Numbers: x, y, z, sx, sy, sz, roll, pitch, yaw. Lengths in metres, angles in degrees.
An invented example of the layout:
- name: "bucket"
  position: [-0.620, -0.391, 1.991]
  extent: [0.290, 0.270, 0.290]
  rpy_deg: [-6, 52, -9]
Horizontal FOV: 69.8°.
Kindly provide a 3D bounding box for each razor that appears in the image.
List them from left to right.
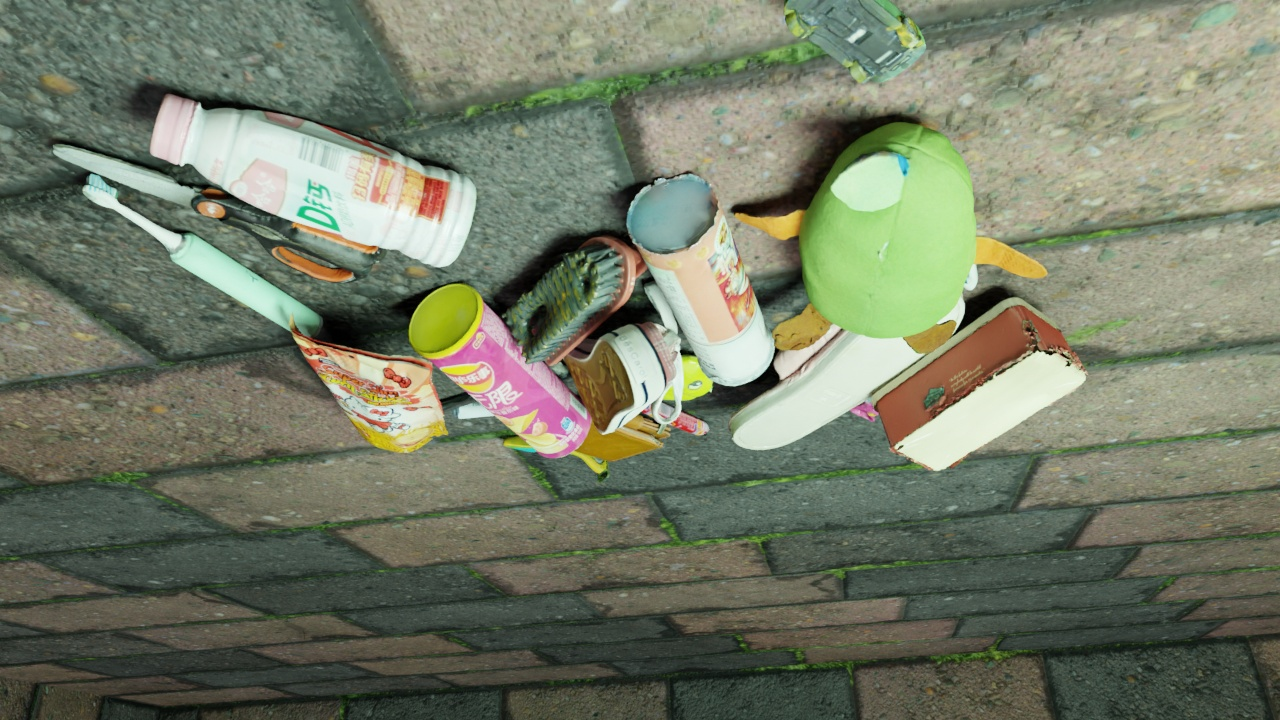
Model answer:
- name: "razor"
  position: [-0.098, 0.108, 1.080]
  extent: [0.132, 0.043, 0.028]
  rpy_deg: [17, 130, -22]

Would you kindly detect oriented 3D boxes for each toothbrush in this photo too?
- name: "toothbrush"
  position: [-0.336, -0.074, 0.721]
  extent: [0.026, 0.027, 0.224]
  rpy_deg: [-17, 149, 19]
- name: "toothbrush"
  position: [-0.152, 0.030, 0.943]
  extent: [0.181, 0.015, 0.018]
  rpy_deg: [-17, 143, 25]
- name: "toothbrush"
  position: [0.248, -0.101, 0.715]
  extent: [0.016, 0.018, 0.191]
  rpy_deg: [-12, 149, 20]

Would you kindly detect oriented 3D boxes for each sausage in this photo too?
- name: "sausage"
  position: [0.027, 0.057, 0.999]
  extent: [0.020, 0.020, 0.155]
  rpy_deg: [-24, 145, 35]

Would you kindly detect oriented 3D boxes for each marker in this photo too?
- name: "marker"
  position: [-0.136, 0.047, 0.972]
  extent: [0.131, 0.022, 0.018]
  rpy_deg: [-5, 141, 10]

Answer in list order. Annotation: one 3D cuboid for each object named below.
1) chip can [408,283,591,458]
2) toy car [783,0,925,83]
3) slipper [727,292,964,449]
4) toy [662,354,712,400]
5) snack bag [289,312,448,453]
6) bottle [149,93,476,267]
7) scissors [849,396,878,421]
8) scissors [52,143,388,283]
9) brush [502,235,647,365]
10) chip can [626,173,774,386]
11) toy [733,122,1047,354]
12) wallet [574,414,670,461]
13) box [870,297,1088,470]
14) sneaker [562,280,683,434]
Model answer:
- name: "chip can"
  position: [-0.122, 0.017, 0.839]
  extent: [0.071, 0.071, 0.210]
  rpy_deg: [-13, 145, 20]
- name: "toy car"
  position: [0.120, -0.191, 0.516]
  extent: [0.091, 0.036, 0.043]
  rpy_deg: [19, 147, -36]
- name: "slipper"
  position: [0.183, 0.001, 0.863]
  extent: [0.114, 0.054, 0.275]
  rpy_deg: [13, 139, -34]
- name: "toy"
  position: [0.023, 0.017, 0.913]
  extent: [0.100, 0.031, 0.097]
  rpy_deg: [15, 148, -20]
- name: "snack bag"
  position: [-0.237, 0.024, 0.834]
  extent: [0.128, 0.073, 0.208]
  rpy_deg: [21, 160, 3]
- name: "bottle"
  position: [-0.211, -0.120, 0.604]
  extent: [0.196, 0.068, 0.068]
  rpy_deg: [16, 148, -25]
- name: "scissors"
  position: [0.253, 0.045, 0.962]
  extent: [0.125, 0.017, 0.133]
  rpy_deg: [15, 164, 18]
- name: "scissors"
  position: [-0.307, -0.101, 0.677]
  extent: [0.234, 0.021, 0.137]
  rpy_deg: [7, 151, -18]
- name: "brush"
  position: [-0.048, -0.054, 0.751]
  extent: [0.069, 0.063, 0.146]
  rpy_deg: [-19, 168, -43]
- name: "chip can"
  position: [0.053, -0.056, 0.732]
  extent: [0.071, 0.071, 0.215]
  rpy_deg: [-10, 151, 15]
- name: "toy"
  position: [0.180, -0.079, 0.679]
  extent: [0.227, 0.089, 0.247]
  rpy_deg: [8, 150, 9]
- name: "wallet"
  position: [-0.041, 0.079, 1.020]
  extent: [0.119, 0.035, 0.130]
  rpy_deg: [-24, 146, 36]
- name: "box"
  position: [0.304, 0.032, 0.823]
  extent: [0.091, 0.079, 0.169]
  rpy_deg: [24, 130, -33]
- name: "sneaker"
  position: [-0.005, 0.005, 0.801]
  extent: [0.087, 0.118, 0.241]
  rpy_deg: [-24, 178, -16]
